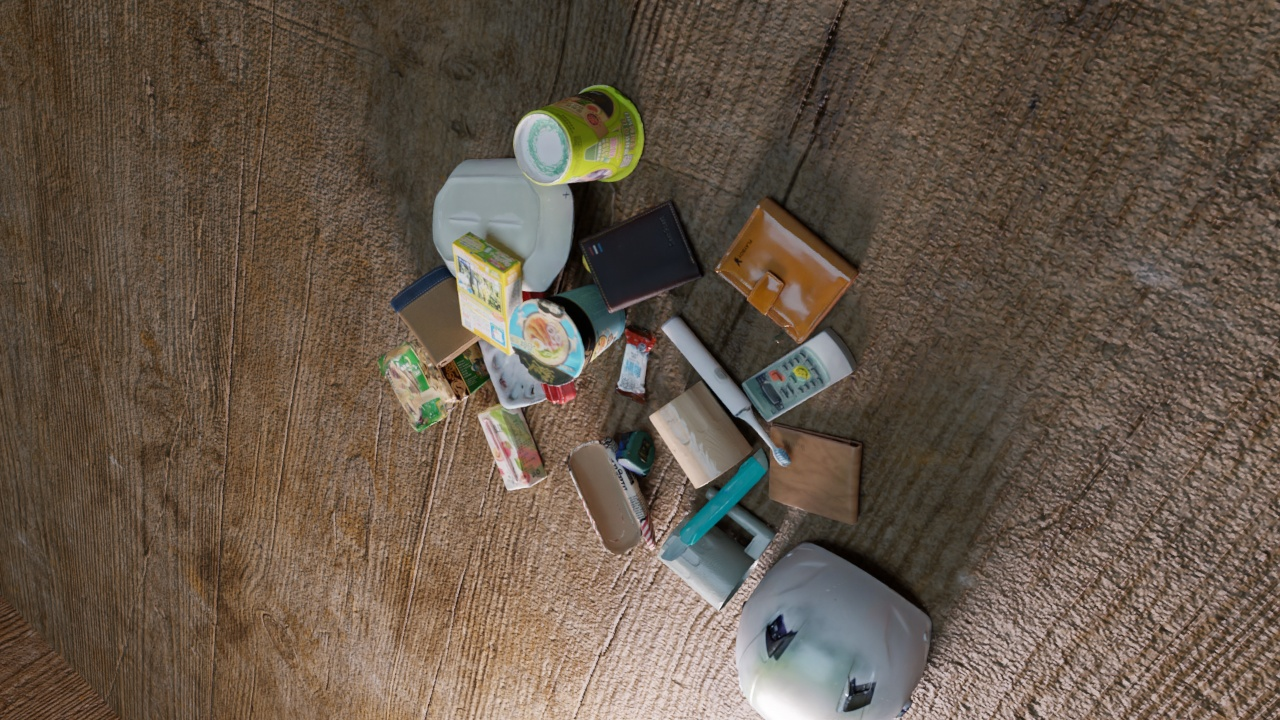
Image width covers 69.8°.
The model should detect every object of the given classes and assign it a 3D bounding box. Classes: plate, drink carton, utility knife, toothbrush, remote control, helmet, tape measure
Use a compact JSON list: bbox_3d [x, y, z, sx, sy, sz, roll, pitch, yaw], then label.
[{"bbox_3d":[-0.183,-0.172,1.143,0.266,0.034,0.162,13,101,42],"label":"plate"},{"bbox_3d":[-0.185,0.122,1.312,0.054,0.045,0.122,-13,102,38],"label":"drink carton"},{"bbox_3d":[0.091,0.180,1.119,0.029,0.013,0.185,45,98,9],"label":"utility knife"},{"bbox_3d":[0.103,0.037,1.085,0.221,0.026,0.026,51,159,8],"label":"toothbrush"},{"bbox_3d":[0.178,0.017,1.036,0.135,0.019,0.056,-36,88,39],"label":"remote control"},{"bbox_3d":[0.207,0.362,1.084,0.229,0.145,0.259,35,126,18],"label":"helmet"},{"bbox_3d":[-0.004,0.117,1.179,0.025,0.054,0.058,-8,147,39],"label":"tape measure"}]

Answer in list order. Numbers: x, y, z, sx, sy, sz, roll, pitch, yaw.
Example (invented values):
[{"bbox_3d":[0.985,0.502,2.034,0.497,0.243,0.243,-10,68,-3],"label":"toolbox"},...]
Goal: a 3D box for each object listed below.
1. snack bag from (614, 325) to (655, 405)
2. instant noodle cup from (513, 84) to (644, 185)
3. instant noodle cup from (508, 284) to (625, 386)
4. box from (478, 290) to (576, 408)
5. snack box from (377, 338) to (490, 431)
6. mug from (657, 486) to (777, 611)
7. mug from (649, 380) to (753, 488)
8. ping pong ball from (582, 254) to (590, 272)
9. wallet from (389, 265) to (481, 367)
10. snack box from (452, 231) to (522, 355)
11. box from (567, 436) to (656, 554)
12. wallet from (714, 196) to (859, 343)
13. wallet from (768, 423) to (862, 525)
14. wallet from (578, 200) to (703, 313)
[{"bbox_3d":[-0.007,0.007,1.153,0.045,0.026,0.105,20,121,16],"label":"snack bag"},{"bbox_3d":[-0.074,-0.246,1.028,0.112,0.123,0.112,14,116,29],"label":"instant noodle cup"},{"bbox_3d":[-0.080,-0.041,1.123,0.111,0.120,0.111,15,119,29],"label":"instant noodle cup"},{"bbox_3d":[-0.159,-0.036,1.219,0.158,0.069,0.201,-7,104,45],"label":"box"},{"bbox_3d":[-0.279,0.017,1.294,0.118,0.105,0.118,-25,93,41],"label":"snack box"},{"bbox_3d":[0.096,0.235,1.157,0.103,0.083,0.124,36,99,18],"label":"mug"},{"bbox_3d":[0.065,0.093,1.117,0.103,0.084,0.125,55,155,4],"label":"mug"},{"bbox_3d":[-0.051,-0.124,1.117,0.040,0.040,0.040,14,117,29],"label":"ping pong ball"},{"bbox_3d":[-0.265,-0.059,1.216,0.115,0.090,0.033,51,172,14],"label":"wallet"},{"bbox_3d":[-0.185,-0.081,1.129,0.087,0.033,0.141,31,143,24],"label":"snack box"},{"bbox_3d":[-0.032,0.181,1.213,0.086,0.075,0.162,-7,105,68],"label":"box"},{"bbox_3d":[0.154,-0.093,1.000,0.130,0.035,0.119,42,121,13],"label":"wallet"},{"bbox_3d":[0.202,0.131,1.071,0.115,0.020,0.101,11,114,33],"label":"wallet"},{"bbox_3d":[0.000,-0.120,1.075,0.122,0.020,0.096,-21,98,16],"label":"wallet"}]
